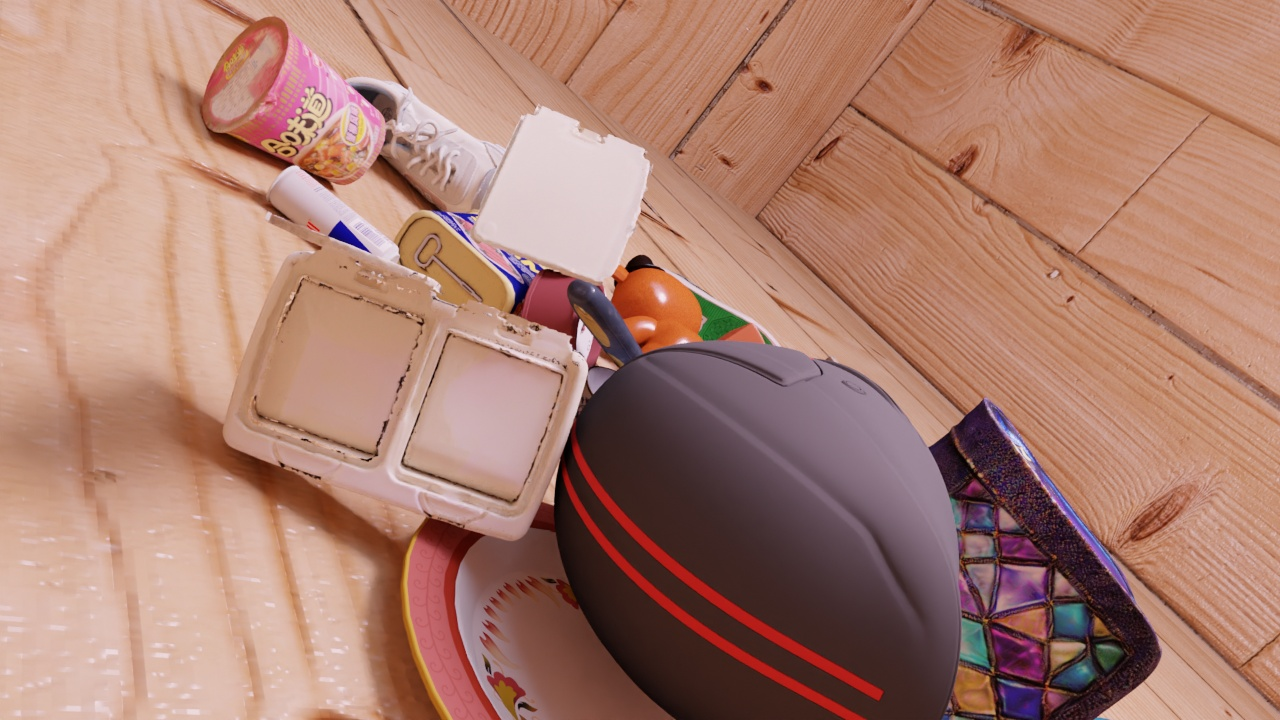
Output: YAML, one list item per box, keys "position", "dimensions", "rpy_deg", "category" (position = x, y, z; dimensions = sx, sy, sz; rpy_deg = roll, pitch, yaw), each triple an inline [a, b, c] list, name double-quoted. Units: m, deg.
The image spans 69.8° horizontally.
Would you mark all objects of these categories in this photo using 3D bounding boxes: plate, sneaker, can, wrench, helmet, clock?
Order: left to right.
- position: [-0.214, -0.095, 0.643]
  dimensions: [0.095, 0.032, 0.032]
  rpy_deg: [39, 16, -2]
  category: "can"
- position: [-0.202, -0.192, 0.866]
  dimensions: [0.242, 0.090, 0.090]
  rpy_deg: [38, 19, 20]
  category: "sneaker"
- position: [-0.129, -0.071, 0.731]
  dimensions: [0.116, 0.057, 0.092]
  rpy_deg: [42, 17, 9]
  category: "can"
- position: [-0.056, -0.036, 0.705]
  dimensions: [0.044, 0.124, 0.087]
  rpy_deg: [9, -24, 13]
  category: "clock"
- position: [-0.015, 0.152, 0.430]
  dimensions: [0.230, 0.021, 0.229]
  rpy_deg: [36, 16, -12]
  category: "plate"
- position: [-0.004, 0.004, 0.724]
  dimensions: [0.073, 0.022, 0.273]
  rpy_deg: [30, -11, 24]
  category: "wrench"
- position: [0.090, -0.033, 1.087]
  dimensions: [0.235, 0.084, 0.079]
  rpy_deg: [38, 15, 9]
  category: "sneaker"
- position: [0.046, 0.076, 0.431]
  dimensions: [0.169, 0.164, 0.264]
  rpy_deg: [14, 19, -34]
  category: "helmet"

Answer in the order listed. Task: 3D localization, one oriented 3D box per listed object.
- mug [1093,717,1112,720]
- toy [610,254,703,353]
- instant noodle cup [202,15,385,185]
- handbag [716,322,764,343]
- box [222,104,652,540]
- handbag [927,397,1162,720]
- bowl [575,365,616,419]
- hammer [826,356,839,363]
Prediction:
- position: [0.315, 0.312, 0.662]
  dimensions: [0.112, 0.084, 0.104]
  rpy_deg: [15, 9, 28]
  category: "mug"
- position: [0.017, -0.034, 0.898]
  dimensions: [0.112, 0.096, 0.175]
  rpy_deg: [26, 48, -39]
  category: "toy"
- position: [-0.262, -0.193, 0.715]
  dimensions: [0.108, 0.098, 0.097]
  rpy_deg: [31, 16, -52]
  category: "instant noodle cup"
- position: [0.108, 0.026, 0.942]
  dimensions: [0.109, 0.060, 0.172]
  rpy_deg: [57, -1, 0]
  category: "handbag"
- position: [-0.082, -0.024, 0.374]
  dimensions: [0.143, 0.193, 0.106]
  rpy_deg: [19, 3, -9]
  category: "box"
- position: [0.205, 0.147, 0.626]
  dimensions: [0.222, 0.205, 0.125]
  rpy_deg: [49, 17, 11]
  category: "handbag"
- position: [-0.008, 0.058, 0.668]
  dimensions: [0.114, 0.045, 0.114]
  rpy_deg: [36, 15, -12]
  category: "bowl"
- position: [0.173, 0.146, 0.739]
  dimensions: [0.301, 0.158, 0.037]
  rpy_deg: [46, 11, -28]
  category: "hammer"
